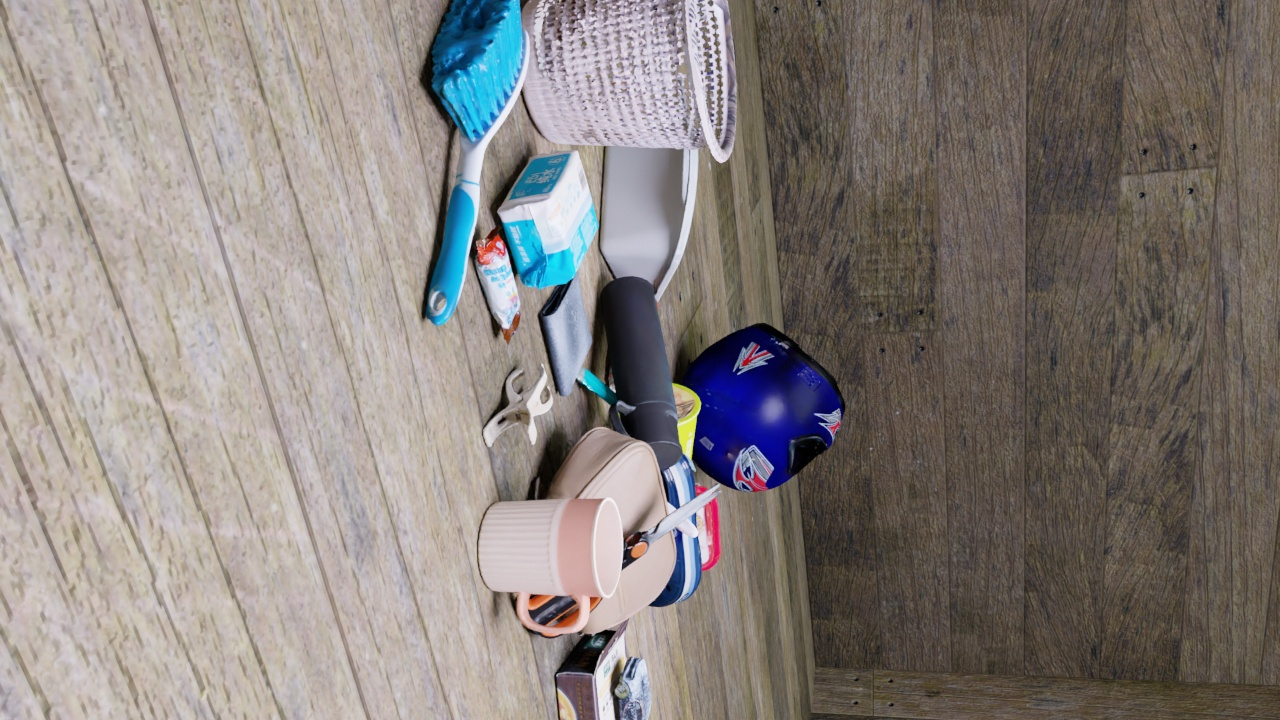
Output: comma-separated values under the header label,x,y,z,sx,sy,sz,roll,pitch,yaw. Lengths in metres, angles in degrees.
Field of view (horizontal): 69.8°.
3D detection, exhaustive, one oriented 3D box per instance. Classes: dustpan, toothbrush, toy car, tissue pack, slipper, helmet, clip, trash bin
label,x,y,z,sx,sy,sz,roll,pitch,yaw
dustpan,0.034,-0.191,1.206,0.258,0.143,0.222,47,43,-65
toothbrush,0.003,0.146,1.030,0.016,0.180,0.016,-35,137,-22
toy car,-0.006,0.370,0.984,0.048,0.031,0.106,-46,137,-66
tissue pack,-0.089,-0.139,0.889,0.139,0.063,0.090,-74,154,-53
slipper,0.012,0.210,1.099,0.095,0.105,0.253,-20,129,-31
helmet,0.188,0.098,1.511,0.240,0.247,0.315,-49,147,-6
clip,-0.108,0.043,0.834,0.100,0.074,0.035,-77,160,-56
trash bin,-0.013,-0.310,0.946,0.227,0.192,0.227,-2,89,-74

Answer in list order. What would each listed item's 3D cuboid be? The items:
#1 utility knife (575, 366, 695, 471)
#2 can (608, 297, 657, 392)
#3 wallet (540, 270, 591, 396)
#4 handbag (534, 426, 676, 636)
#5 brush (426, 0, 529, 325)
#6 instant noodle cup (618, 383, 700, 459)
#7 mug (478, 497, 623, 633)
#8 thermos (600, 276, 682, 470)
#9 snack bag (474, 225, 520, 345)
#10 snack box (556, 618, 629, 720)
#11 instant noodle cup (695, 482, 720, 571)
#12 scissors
label,x,y,z,sx,sy,sz,roll,pitch,yaw
utility knife,-0.004,0.071,1.081,0.219,0.013,0.029,41,29,-29
can,-0.009,-0.020,1.175,0.053,0.053,0.132,63,29,-56
wallet,-0.078,-0.032,0.999,0.120,0.019,0.097,-69,154,-58
handbag,-0.040,0.174,0.945,0.147,0.100,0.205,-38,128,-39
brush,-0.139,-0.184,0.745,0.109,0.060,0.313,72,24,-53
instant noodle cup,0.021,0.108,1.187,0.111,0.112,0.124,-65,157,-59
mug,-0.077,0.176,0.793,0.081,0.106,0.114,44,46,-68
thermos,-0.006,0.006,1.054,0.090,0.069,0.242,33,35,-39
snack bag,-0.125,-0.068,0.813,0.045,0.026,0.105,-77,160,-53
snack box,-0.045,0.349,0.980,0.113,0.053,0.125,-25,111,-73
instant noodle cup,0.049,0.220,1.257,0.124,0.116,0.116,-56,142,-83
scissors,-0.014,0.193,0.889,0.021,0.234,0.139,45,-39,44
